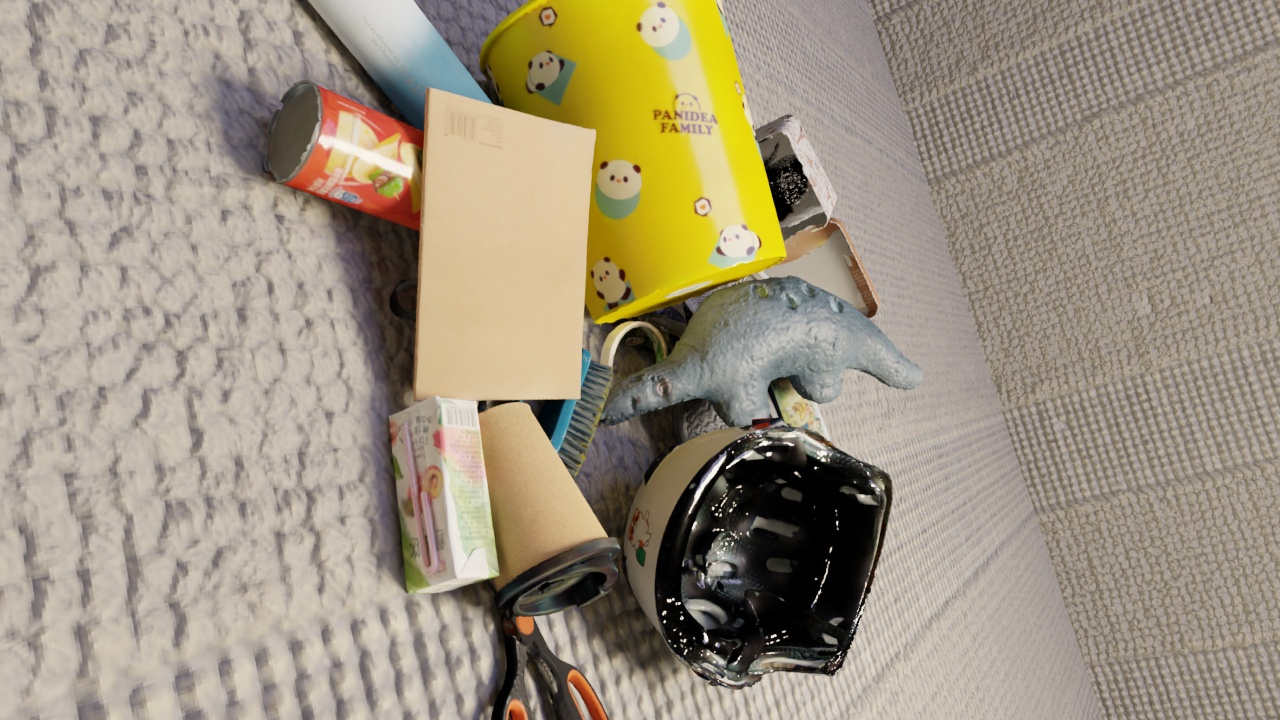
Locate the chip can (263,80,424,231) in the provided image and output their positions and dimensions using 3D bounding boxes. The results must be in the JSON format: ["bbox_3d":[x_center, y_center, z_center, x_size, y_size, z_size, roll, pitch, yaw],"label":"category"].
[{"bbox_3d":[-0.153,-0.127,0.660,0.216,0.073,0.073,17,58,-47],"label":"chip can"}]

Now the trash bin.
[{"bbox_3d":[0.005,-0.182,0.824,0.229,0.230,0.255,-16,86,-61],"label":"trash bin"}]

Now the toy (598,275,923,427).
[{"bbox_3d":[0.121,-0.010,0.883,0.355,0.091,0.138,-9,100,-20],"label":"toy"}]

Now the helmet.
[{"bbox_3d":[0.087,0.158,0.819,0.273,0.157,0.230,12,91,-34],"label":"helmet"}]

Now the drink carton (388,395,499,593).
[{"bbox_3d":[-0.133,0.089,0.609,0.045,0.054,0.122,13,62,-52],"label":"drink carton"}]

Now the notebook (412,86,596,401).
[{"bbox_3d":[-0.095,-0.076,0.665,0.149,0.012,0.211,1,92,-46],"label":"notebook"}]

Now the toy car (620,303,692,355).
[{"bbox_3d":[0.024,-0.039,0.968,0.158,0.042,0.070,27,50,-54],"label":"toy car"}]

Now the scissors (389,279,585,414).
[{"bbox_3d":[-0.113,-0.017,0.707,0.181,0.014,0.159,21,63,-36],"label":"scissors"}]

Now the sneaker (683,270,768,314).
[{"bbox_3d":[0.077,-0.101,1.016,0.242,0.089,0.090,53,11,14],"label":"sneaker"}]

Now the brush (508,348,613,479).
[{"bbox_3d":[-0.071,0.041,0.746,0.073,0.055,0.143,33,42,-16],"label":"brush"}]

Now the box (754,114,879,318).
[{"bbox_3d":[0.163,-0.143,1.127,0.261,0.177,0.082,59,32,-17],"label":"box"}]

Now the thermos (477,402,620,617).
[{"bbox_3d":[-0.078,0.105,0.645,0.093,0.093,0.143,8,50,-58],"label":"thermos"}]

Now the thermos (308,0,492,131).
[{"bbox_3d":[-0.167,-0.218,0.725,0.220,0.070,0.070,51,34,-30],"label":"thermos"}]

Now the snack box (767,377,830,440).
[{"bbox_3d":[0.164,0.098,1.017,0.178,0.045,0.182,156,-85,-82],"label":"snack box"}]

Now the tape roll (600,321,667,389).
[{"bbox_3d":[-0.005,0.005,0.883,0.085,0.014,0.086,-6,98,-48],"label":"tape roll"}]

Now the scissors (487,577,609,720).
[{"bbox_3d":[-0.079,0.210,0.663,0.204,0.022,0.224,42,35,-40],"label":"scissors"}]

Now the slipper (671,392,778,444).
[{"bbox_3d":[0.098,0.124,0.954,0.110,0.083,0.268,-25,101,-17],"label":"slipper"}]
